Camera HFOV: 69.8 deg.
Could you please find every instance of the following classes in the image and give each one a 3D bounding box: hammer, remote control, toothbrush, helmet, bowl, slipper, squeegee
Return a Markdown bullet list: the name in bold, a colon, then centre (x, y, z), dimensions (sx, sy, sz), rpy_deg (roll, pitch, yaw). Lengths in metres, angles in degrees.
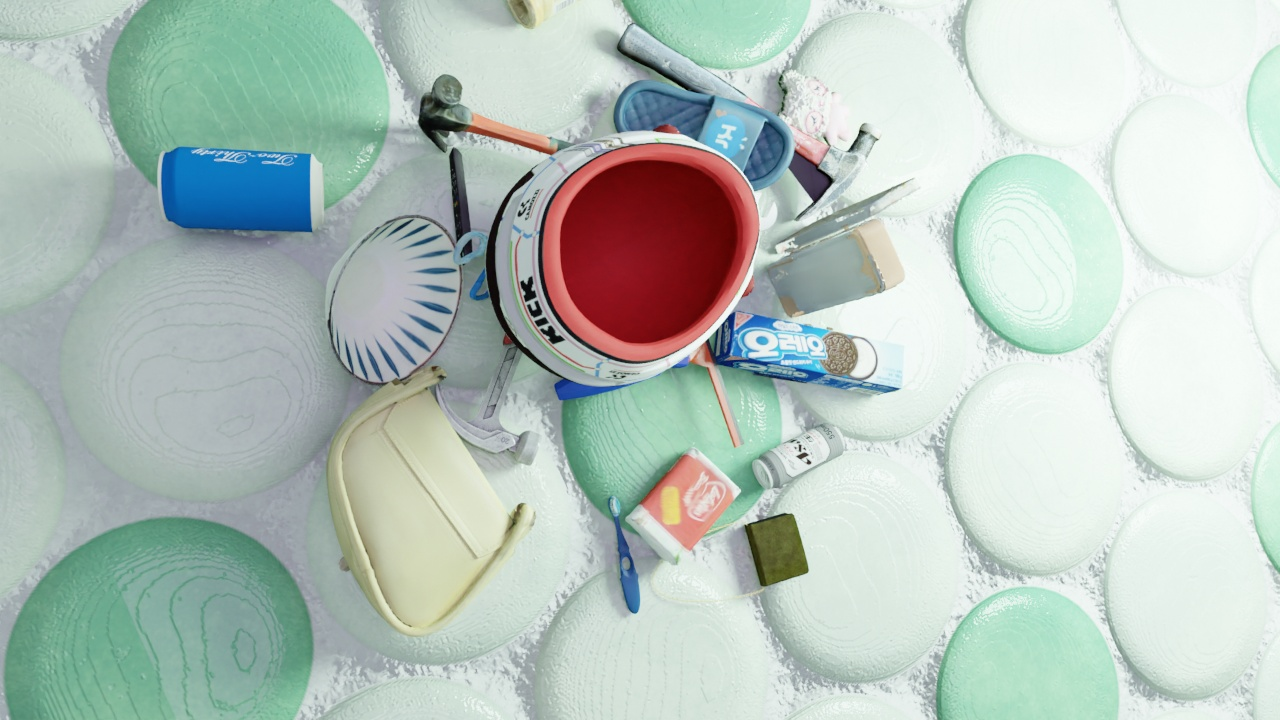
- **hammer**: centre (0.115, -0.293, 1.093), dimensions (0.326, 0.036, 0.140), rpy_deg (30, 101, -4)
- **hammer**: centre (-0.078, -0.228, 1.008), dimensions (0.332, 0.133, 0.033), rpy_deg (12, 78, -24)
- **remote control**: centre (-0.196, -0.167, 0.996), dimensions (0.010, 0.039, 0.124), rpy_deg (-5, 84, -22)
- **toothbrush**: centre (-0.018, 0.215, 1.013), dimensions (0.021, 0.016, 0.132), rpy_deg (-11, 86, -14)
- **helmet**: centre (-0.032, -0.095, 0.899), dimensions (0.313, 0.237, 0.231), rpy_deg (-35, 102, -33)
- **bowl**: centre (-0.266, -0.068, 0.930), dimensions (0.071, 0.177, 0.177), rpy_deg (21, 74, 28)
- **slipper**: centre (0.070, -0.257, 1.055), dimensions (0.214, 0.059, 0.104), rpy_deg (18, 103, 2)
- **squeegee**: centre (-0.006, 0.006, 1.024), dimensions (0.184, 0.055, 0.249), rpy_deg (-19, 89, -7)
- **hammer**: centre (-0.124, -0.053, 1.008), dimensions (0.126, 0.036, 0.315), rpy_deg (22, 77, -11)

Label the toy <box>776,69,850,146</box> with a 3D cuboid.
- **toy**: centre (0.219, -0.310, 1.139), dimensions (0.108, 0.041, 0.095), rpy_deg (13, 79, -20)

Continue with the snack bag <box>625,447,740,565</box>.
- **snack bag**: centre (0.048, 0.162, 1.027), dimensions (0.077, 0.036, 0.115), rpy_deg (44, 74, -1)

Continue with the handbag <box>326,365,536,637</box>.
- **handbag**: centre (-0.226, 0.141, 0.923), dimensions (0.190, 0.089, 0.233), rpy_deg (-33, 97, -20)

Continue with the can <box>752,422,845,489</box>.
- **can**: centre (0.186, 0.112, 1.073), dimensions (0.106, 0.044, 0.044), rpy_deg (-24, 90, -18)

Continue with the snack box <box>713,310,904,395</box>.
- **snack box**: centre (0.201, -0.006, 1.084), dimensions (0.226, 0.059, 0.059), rpy_deg (10, 77, -14)

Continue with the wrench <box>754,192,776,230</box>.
- **wrench**: centre (0.049, -0.118, 1.068), dimensions (0.273, 0.009, 0.047), rpy_deg (-33, 109, -15)

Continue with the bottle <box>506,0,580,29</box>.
- **bottle**: centre (-0.077, -0.443, 1.056), dimensions (0.161, 0.057, 0.056), rpy_deg (-37, 94, -18)

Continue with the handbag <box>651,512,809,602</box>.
- **handbag**: centre (0.099, 0.231, 1.047), dimensions (0.178, 0.027, 0.084), rpy_deg (-14, 86, -12)

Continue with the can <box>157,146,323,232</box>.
- **can**: centre (-0.394, -0.170, 0.915), dimensions (0.146, 0.079, 0.079), rpy_deg (0, 83, -17)

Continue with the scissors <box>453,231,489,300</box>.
- **scissors**: centre (-0.157, -0.130, 0.990), dimensions (0.019, 0.105, 0.131), rpy_deg (24, 77, 29)

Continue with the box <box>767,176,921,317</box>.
- **box**: centre (0.230, -0.119, 1.025), dimensions (0.096, 0.217, 0.105), rpy_deg (-20, 92, -19)
